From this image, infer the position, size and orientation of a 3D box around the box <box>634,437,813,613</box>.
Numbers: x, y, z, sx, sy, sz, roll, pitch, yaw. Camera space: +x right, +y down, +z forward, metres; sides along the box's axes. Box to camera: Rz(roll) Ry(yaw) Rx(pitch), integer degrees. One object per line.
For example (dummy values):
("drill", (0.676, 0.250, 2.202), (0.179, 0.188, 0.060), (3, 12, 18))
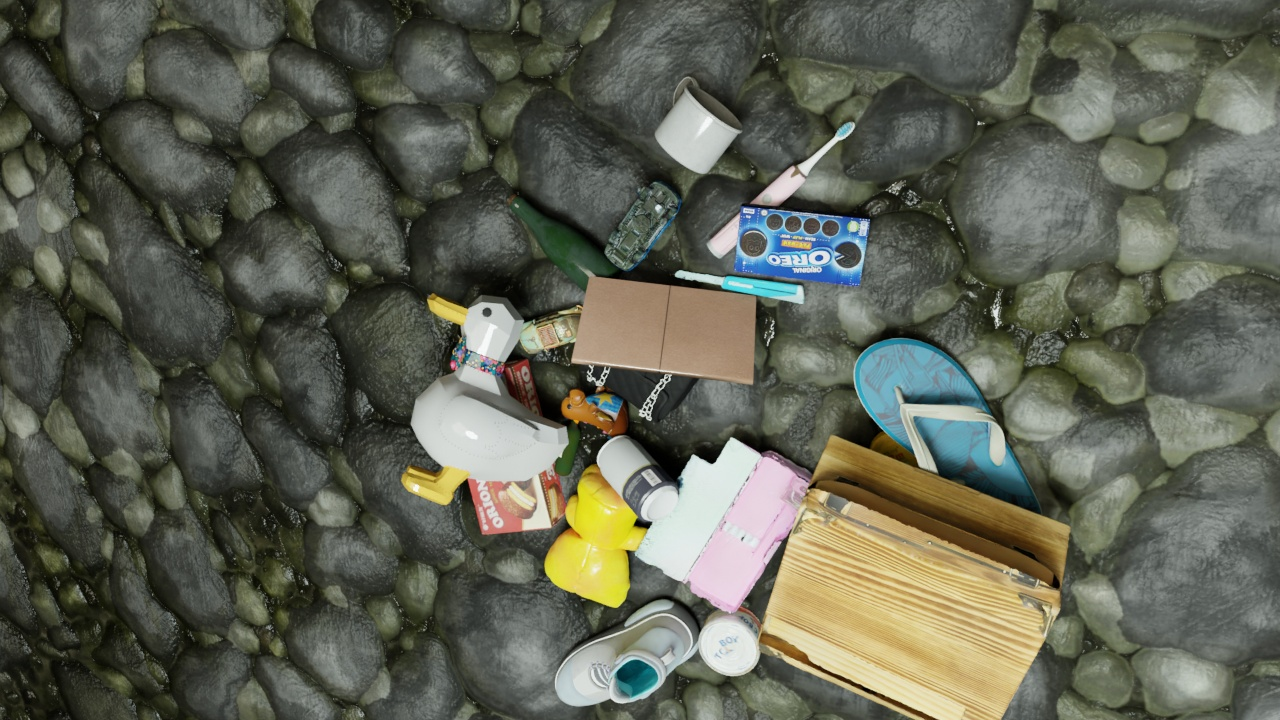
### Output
("box", (0.108, 0.208, 1.201), (0.159, 0.035, 0.231), (29, 112, 2))

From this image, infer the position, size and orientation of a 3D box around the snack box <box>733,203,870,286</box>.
("snack box", (0.188, -0.136, 1.080), (0.150, 0.027, 0.082), (7, 113, 11))

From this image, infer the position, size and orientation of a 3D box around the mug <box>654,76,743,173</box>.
("mug", (0.062, -0.281, 1.085), (0.071, 0.084, 0.113), (-50, 49, 26))

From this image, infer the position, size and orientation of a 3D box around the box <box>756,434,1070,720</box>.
("box", (0.300, 0.252, 1.033), (0.279, 0.175, 0.248), (22, 134, 16))

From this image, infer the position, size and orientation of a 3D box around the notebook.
("notebook", (0.032, -0.038, 1.098), (0.209, 0.141, 0.008), (7, 138, 2))

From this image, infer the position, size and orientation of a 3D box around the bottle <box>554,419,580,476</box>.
("bottle", (-0.098, 0.110, 1.272), (0.025, 0.025, 0.106), (21, 110, 15))

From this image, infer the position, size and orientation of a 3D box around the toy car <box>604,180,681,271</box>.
("toy car", (0.003, -0.169, 1.150), (0.056, 0.043, 0.120), (40, 111, 7))

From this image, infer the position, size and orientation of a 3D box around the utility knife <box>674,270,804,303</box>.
("utility knife", (0.122, -0.093, 1.141), (0.169, 0.015, 0.022), (10, 100, 21))

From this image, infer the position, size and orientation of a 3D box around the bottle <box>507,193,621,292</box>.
("bottle", (-0.105, -0.155, 1.190), (0.174, 0.055, 0.055), (42, 114, 8))

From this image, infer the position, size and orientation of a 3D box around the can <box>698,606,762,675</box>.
("can", (0.123, 0.380, 1.247), (0.086, 0.043, 0.086), (5, 105, 17))

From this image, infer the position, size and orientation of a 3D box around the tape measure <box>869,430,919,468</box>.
("tape measure", (0.307, 0.113, 1.112), (0.068, 0.030, 0.059), (-32, 91, 19))

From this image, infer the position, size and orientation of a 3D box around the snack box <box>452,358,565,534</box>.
("snack box", (-0.191, 0.123, 1.292), (0.113, 0.060, 0.236), (-10, 100, 21))

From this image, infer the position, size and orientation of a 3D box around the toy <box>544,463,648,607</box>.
("toy", (-0.053, 0.247, 1.259), (0.134, 0.087, 0.194), (24, 111, 10))

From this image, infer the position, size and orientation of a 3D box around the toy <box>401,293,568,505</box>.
("toy", (-0.206, 0.056, 1.180), (0.246, 0.141, 0.267), (30, 86, -9))

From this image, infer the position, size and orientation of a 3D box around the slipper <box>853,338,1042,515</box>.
("slipper", (0.364, 0.096, 1.057), (0.118, 0.060, 0.295), (-36, 91, 3))

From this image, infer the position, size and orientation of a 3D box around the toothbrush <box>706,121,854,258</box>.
("toothbrush", (0.165, -0.203, 1.087), (0.223, 0.026, 0.027), (-42, 83, 25))

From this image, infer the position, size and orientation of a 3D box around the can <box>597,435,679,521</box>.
("can", (-0.007, 0.149, 1.194), (0.127, 0.064, 0.064), (45, 119, 41))

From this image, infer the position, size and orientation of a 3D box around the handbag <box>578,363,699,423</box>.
("handbag", (-0.007, 0.006, 1.162), (0.154, 0.114, 0.125), (32, 117, 8))

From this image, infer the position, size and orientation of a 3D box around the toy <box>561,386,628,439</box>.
("toy", (-0.061, 0.082, 1.237), (0.090, 0.070, 0.103), (7, 129, 11))

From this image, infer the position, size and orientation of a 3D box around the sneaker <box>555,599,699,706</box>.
("sneaker", (-0.041, 0.436, 1.262), (0.257, 0.160, 0.093), (-36, 89, 23))

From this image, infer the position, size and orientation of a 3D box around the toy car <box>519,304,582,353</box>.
("toy car", (-0.121, -0.038, 1.230), (0.112, 0.047, 0.047), (-16, 101, 24))
